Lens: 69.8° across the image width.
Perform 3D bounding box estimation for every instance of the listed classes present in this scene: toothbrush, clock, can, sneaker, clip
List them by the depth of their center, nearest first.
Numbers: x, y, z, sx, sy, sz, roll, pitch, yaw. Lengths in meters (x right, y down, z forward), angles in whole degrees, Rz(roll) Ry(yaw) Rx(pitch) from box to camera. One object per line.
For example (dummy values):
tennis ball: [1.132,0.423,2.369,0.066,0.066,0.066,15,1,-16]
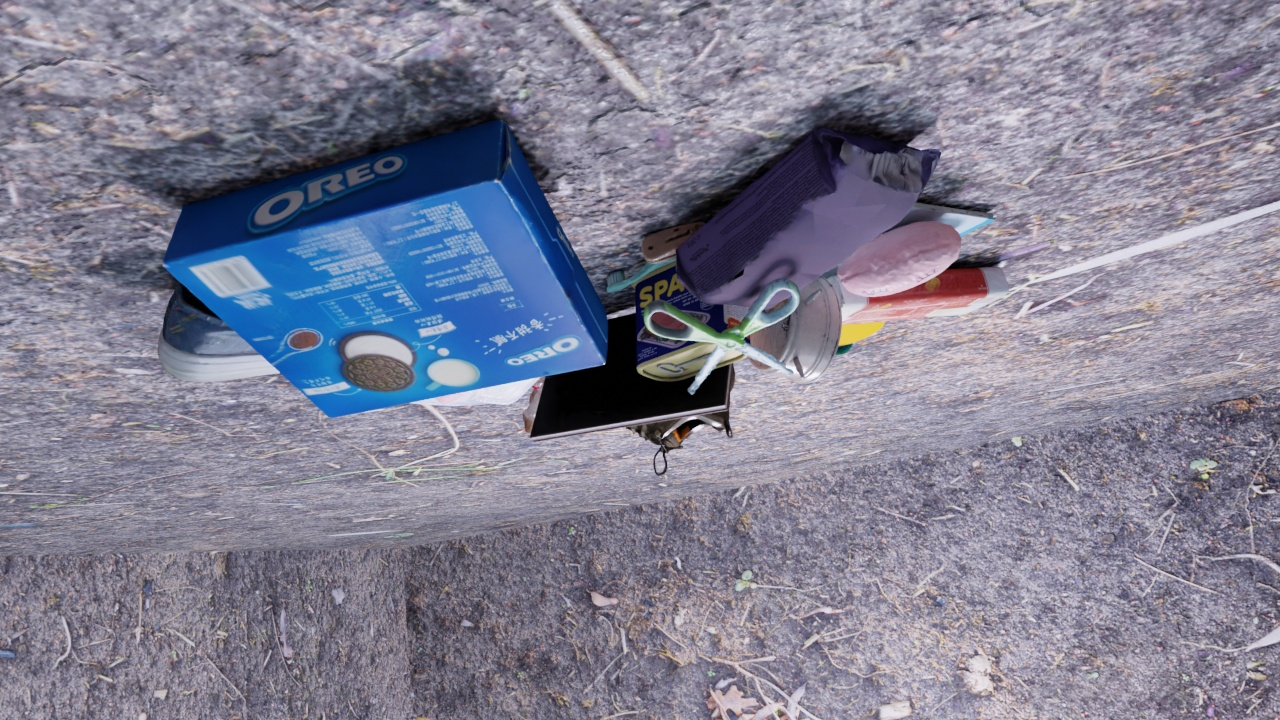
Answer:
clip: [0.032,-0.098,0.752,0.058,0.026,0.052,0,162,-28]
sneaker: [-0.271,-0.038,0.762,0.235,0.087,0.079,-4,131,-27]
toothbrush: [0.022,-0.089,0.804,0.135,0.017,0.022,-21,161,34]
can: [0.045,-0.040,0.826,0.117,0.092,0.056,-20,152,41]
clock: [0.129,-0.036,0.890,0.061,0.103,0.157,7,-172,-23]
clock: [0.224,-0.037,1.057,0.099,0.043,0.130,6,154,-42]
sneaker: [0.021,0.088,1.228,0.238,0.142,0.101,-13,166,21]

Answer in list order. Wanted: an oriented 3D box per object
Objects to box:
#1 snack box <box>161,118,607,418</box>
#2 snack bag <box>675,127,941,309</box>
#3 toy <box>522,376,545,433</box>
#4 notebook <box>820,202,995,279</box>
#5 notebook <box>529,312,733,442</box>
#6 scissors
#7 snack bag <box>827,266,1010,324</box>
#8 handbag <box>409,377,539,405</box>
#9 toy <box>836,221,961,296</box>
snack box: [-0.163,-0.049,0.637,0.239,0.056,0.196,-11,143,13]
snack bag: [0.119,-0.100,0.690,0.096,0.058,0.206,2,156,-34]
toy: [-0.106,0.023,1.084,0.106,0.074,0.085,-33,-168,13]
notebook: [0.175,-0.094,0.868,0.180,0.009,0.254,1,164,-30]
notebook: [-0.005,0.005,0.902,0.210,0.141,0.008,-11,138,26]
scissors: [0.077,-0.017,0.748,0.171,0.023,0.173,21,136,-38]
snack bag: [0.270,-0.065,0.945,0.224,0.041,0.078,-4,166,-25]
handbag: [-0.194,0.006,0.954,0.158,0.069,0.127,8,157,-40]
toy: [0.233,-0.089,0.803,0.109,0.053,0.104,-22,174,39]
